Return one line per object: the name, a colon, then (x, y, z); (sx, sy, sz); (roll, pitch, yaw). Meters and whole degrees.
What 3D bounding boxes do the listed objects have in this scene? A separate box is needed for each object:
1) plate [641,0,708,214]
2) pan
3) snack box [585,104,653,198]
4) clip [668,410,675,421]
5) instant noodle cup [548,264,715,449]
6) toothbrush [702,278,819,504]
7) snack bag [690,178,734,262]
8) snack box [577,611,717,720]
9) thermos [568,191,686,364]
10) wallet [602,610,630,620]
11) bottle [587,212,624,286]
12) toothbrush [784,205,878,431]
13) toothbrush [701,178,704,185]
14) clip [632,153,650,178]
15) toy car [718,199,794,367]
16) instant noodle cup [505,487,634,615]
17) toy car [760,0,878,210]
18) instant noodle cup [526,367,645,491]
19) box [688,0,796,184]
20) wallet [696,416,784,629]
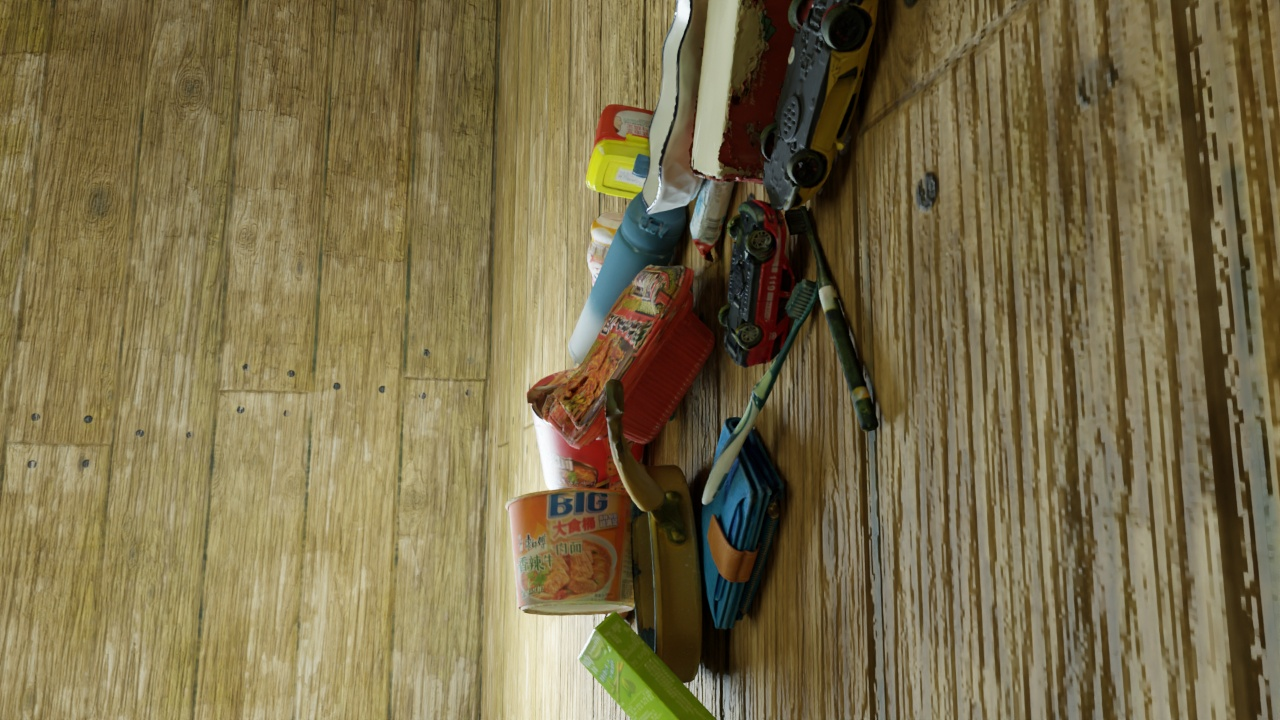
plate: (0.039, -0.228, 0.809); (0.205, 0.045, 0.205); (-174, 92, -84)
pan: (0.005, 0.136, 0.758); (0.358, 0.078, 0.197); (94, 171, -48)
snack box: (-0.007, -0.220, 0.958); (0.082, 0.091, 0.080); (115, 160, -55)
clip: (0.027, 0.033, 0.929); (0.041, 0.014, 0.056); (179, 94, -75)
instant noodle cup: (-0.005, 0.005, 0.844); (0.189, 0.079, 0.164); (-56, 15, -2)
toothbrush: (0.080, 0.026, 0.650); (0.016, 0.018, 0.192); (-102, 33, -62)
snack bag: (0.063, -0.138, 0.797); (0.045, 0.026, 0.105); (-93, 14, -55)
snack box: (0.016, 0.276, 0.729); (0.156, 0.026, 0.086); (44, 146, 16)
thermos: (-0.014, -0.082, 0.970); (0.070, 0.070, 0.221); (-101, 28, -42)
wallet: (-0.025, 0.244, 1.061); (0.132, 0.031, 0.107); (109, 160, -50)
bottle: (-0.032, -0.117, 1.082); (0.063, 0.063, 0.108); (-116, 32, -61)
toothbrush: (0.119, -0.033, 0.585); (0.012, 0.017, 0.185); (91, 173, -52)
toothbrush: (0.074, -0.214, 0.787); (0.029, 0.021, 0.190); (-45, -27, -50)
clip: (0.020, -0.186, 0.912); (0.028, 0.056, 0.024); (133, 151, -67)
toy car: (0.085, -0.055, 0.659); (0.053, 0.045, 0.121); (-120, 28, -62)
instant noodle cup: (-0.066, 0.203, 0.952); (0.152, 0.151, 0.111); (126, 145, -64)
toy car: (0.112, -0.170, 0.586); (0.071, 0.041, 0.156); (-111, 30, -57)
instant noodle cup: (-0.052, 0.084, 1.013); (0.137, 0.138, 0.109); (-116, 23, -61)
box: (0.076, -0.213, 0.661); (0.091, 0.078, 0.168); (-129, 44, -70)
wallet: (0.071, 0.126, 0.710); (0.106, 0.040, 0.133); (-105, 22, -60)
